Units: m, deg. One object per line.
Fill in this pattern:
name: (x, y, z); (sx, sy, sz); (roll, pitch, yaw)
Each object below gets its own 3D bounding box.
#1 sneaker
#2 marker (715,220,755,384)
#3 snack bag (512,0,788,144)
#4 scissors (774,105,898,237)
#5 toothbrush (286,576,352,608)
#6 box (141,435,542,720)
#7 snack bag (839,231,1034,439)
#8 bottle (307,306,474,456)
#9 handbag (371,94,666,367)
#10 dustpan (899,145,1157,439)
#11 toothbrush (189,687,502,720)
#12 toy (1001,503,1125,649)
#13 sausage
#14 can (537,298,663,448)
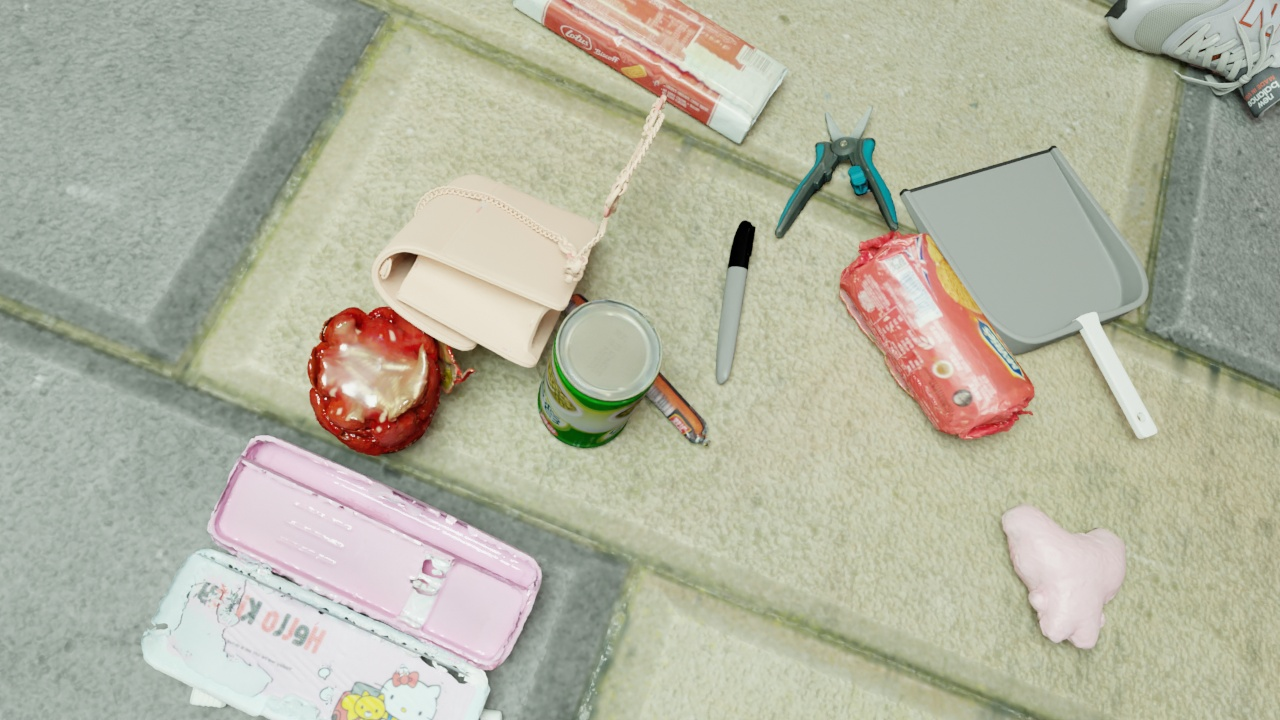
sneaker: (0.550, -0.286, 0.838); (0.239, 0.089, 0.124); (-6, 70, -17)
marker: (0.072, -0.047, 0.696); (0.016, 0.022, 0.138); (19, 67, -20)
snack bag: (0.007, -0.265, 0.750); (0.225, 0.041, 0.077); (31, 68, 2)
scissors: (0.154, -0.146, 0.740); (0.118, 0.019, 0.148); (-21, 53, 7)
toothbrush: (-0.172, 0.152, 0.581); (0.135, 0.016, 0.021); (27, 69, -2)
box: (-0.176, 0.149, 0.557); (0.201, 0.041, 0.153); (25, 86, 0)
snack bag: (0.218, -0.018, 0.689); (0.082, 0.082, 0.176); (-27, 78, -19)
bottle: (-0.160, 0.010, 0.581); (0.099, 0.111, 0.098); (3, 71, -9)
handbag: (-0.073, -0.116, 0.590); (0.116, 0.188, 0.198); (27, 27, -7)
dustpan: (0.340, -0.053, 0.745); (0.163, 0.033, 0.257); (-18, 76, -17)
toothbrush: (-0.178, 0.212, 0.562); (0.186, 0.012, 0.017); (10, 83, -8)
toy: (0.303, 0.156, 0.653); (0.099, 0.053, 0.095); (17, 62, -10)
sausage: (-0.004, 0.004, 0.664); (0.155, 0.020, 0.020); (46, 69, 6)
can: (-0.029, 0.012, 0.601); (0.067, 0.121, 0.067); (4, 71, -10)
